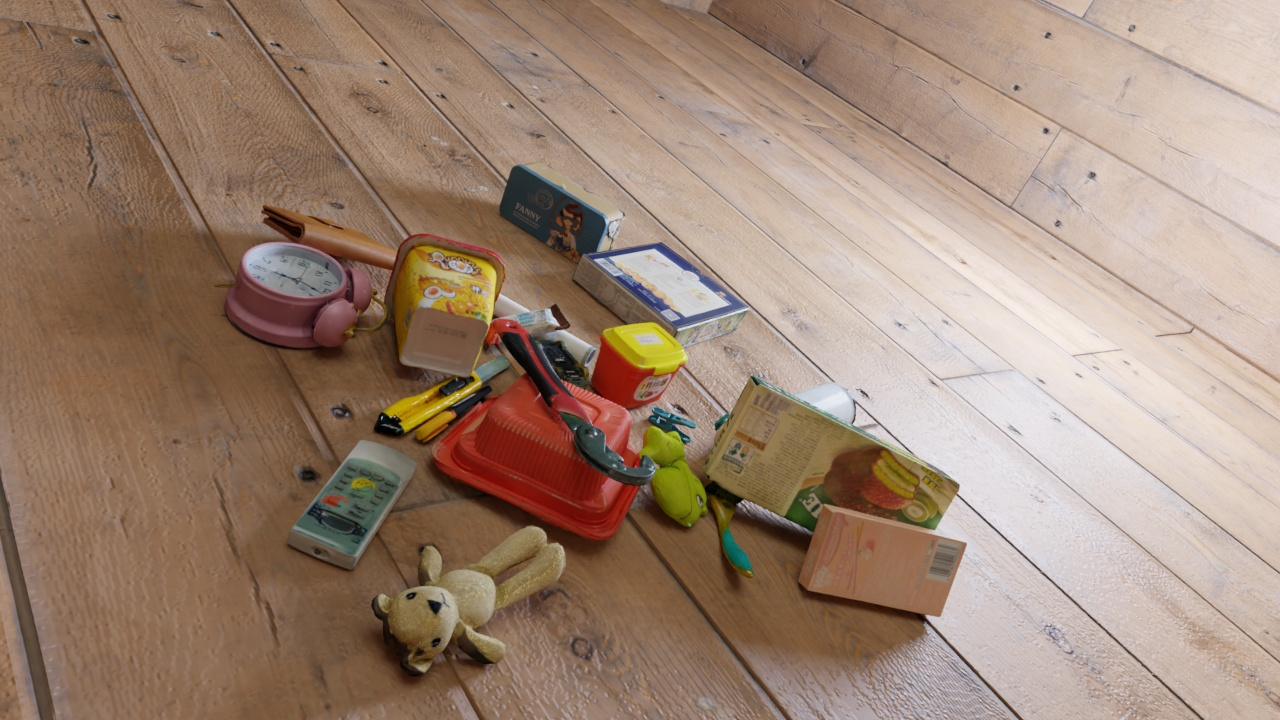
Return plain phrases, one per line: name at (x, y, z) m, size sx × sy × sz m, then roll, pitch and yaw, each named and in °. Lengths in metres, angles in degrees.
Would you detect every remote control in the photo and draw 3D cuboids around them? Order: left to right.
remote control at (-0.234, 0.115, 0.758) m, size 0.056 × 0.019 × 0.134 m, roll 23°, pitch 29°, yaw -2°

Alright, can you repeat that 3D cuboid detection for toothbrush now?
toothbrush at (-0.153, -0.056, 1.091) m, size 0.221 × 0.027 × 0.026 m, roll 29°, pitch 36°, yaw 9°

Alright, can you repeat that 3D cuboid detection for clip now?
clip at (0.035, 0.071, 1.032) m, size 0.056 × 0.041 × 0.014 m, roll 25°, pitch 28°, yaw 13°

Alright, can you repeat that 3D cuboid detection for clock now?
clock at (-0.335, -0.063, 0.929) m, size 0.158 × 0.060 × 0.117 m, roll 20°, pitch 30°, yaw -10°

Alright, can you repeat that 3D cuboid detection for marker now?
marker at (-0.182, 0.050, 0.906) m, size 0.015 × 0.018 × 0.123 m, roll 65°, pitch 29°, yaw -9°

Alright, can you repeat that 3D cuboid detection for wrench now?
wrench at (-0.074, 0.030, 0.860) m, size 0.056 × 0.016 × 0.273 m, roll -1°, pitch 32°, yaw -38°

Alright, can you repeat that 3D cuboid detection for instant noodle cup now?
instant noodle cup at (-0.204, -0.053, 0.957) m, size 0.116 × 0.116 × 0.123 m, roll 13°, pitch 33°, yaw -21°
instant noodle cup at (-0.085, 0.078, 0.873) m, size 0.189 × 0.079 × 0.164 m, roll 22°, pitch 25°, yaw 5°

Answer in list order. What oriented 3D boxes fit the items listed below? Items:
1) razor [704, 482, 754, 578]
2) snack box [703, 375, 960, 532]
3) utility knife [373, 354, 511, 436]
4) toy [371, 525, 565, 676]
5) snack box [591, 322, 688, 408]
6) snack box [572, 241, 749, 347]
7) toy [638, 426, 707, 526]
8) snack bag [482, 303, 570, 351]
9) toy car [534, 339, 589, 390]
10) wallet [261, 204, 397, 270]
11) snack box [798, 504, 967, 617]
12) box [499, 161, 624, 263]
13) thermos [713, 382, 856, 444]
razor at (0.091, 0.171, 0.901) m, size 0.043 × 0.028 × 0.132 m, roll 29°, pitch 21°, yaw -21°
snack box at (0.196, 0.119, 0.954) m, size 0.240 × 0.114 × 0.063 m, roll 26°, pitch 7°, yaw -5°
utility knife at (-0.193, 0.028, 0.933) m, size 0.033 × 0.015 × 0.216 m, roll 34°, pitch 30°, yaw 11°
toy at (-0.124, 0.175, 0.696) m, size 0.156 × 0.066 × 0.105 m, roll -23°, pitch 71°, yaw -44°
snack box at (-0.006, 0.006, 1.044) m, size 0.091 × 0.080 × 0.082 m, roll -10°, pitch 46°, yaw -46°
snack box at (0.030, -0.092, 1.267) m, size 0.178 × 0.046 × 0.182 m, roll 40°, pitch 33°, yaw 25°
toy at (0.032, 0.117, 0.912) m, size 0.096 × 0.031 × 0.100 m, roll 19°, pitch 54°, yaw -46°
snack bag at (-0.136, -0.039, 1.048) m, size 0.104 × 0.026 × 0.048 m, roll -15°, pitch 43°, yaw -22°
toy car at (-0.093, 0.008, 1.021) m, size 0.043 × 0.036 × 0.091 m, roll -2°, pitch 39°, yaw -37°
wallet at (-0.344, -0.137, 1.030) m, size 0.108 × 0.031 × 0.131 m, roll 27°, pitch 8°, yaw 40°
snack box at (0.241, 0.200, 0.910) m, size 0.157 × 0.084 × 0.026 m, roll 16°, pitch 7°, yaw -16°
box at (-0.118, -0.214, 1.311) m, size 0.184 × 0.090 × 0.060 m, roll 30°, pitch 31°, yaw 13°
thermos at (0.169, 0.076, 1.078) m, size 0.073 × 0.073 × 0.223 m, roll 42°, pitch 34°, yaw 27°
